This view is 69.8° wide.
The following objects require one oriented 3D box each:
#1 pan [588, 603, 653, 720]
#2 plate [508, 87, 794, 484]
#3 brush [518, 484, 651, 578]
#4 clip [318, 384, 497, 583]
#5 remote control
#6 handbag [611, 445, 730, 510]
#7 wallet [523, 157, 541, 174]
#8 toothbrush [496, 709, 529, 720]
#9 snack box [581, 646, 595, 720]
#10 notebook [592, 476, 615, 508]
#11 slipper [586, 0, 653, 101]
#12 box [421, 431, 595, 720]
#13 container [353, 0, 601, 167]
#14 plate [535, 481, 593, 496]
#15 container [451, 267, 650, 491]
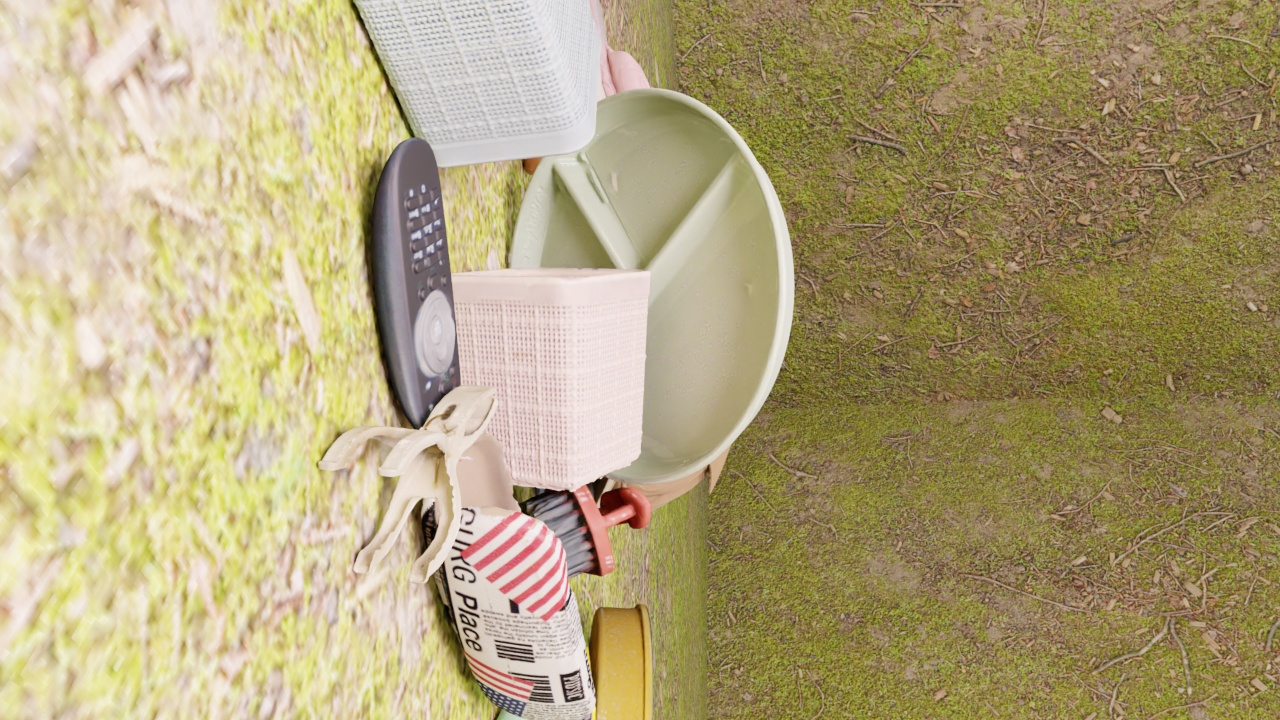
[{"bbox_3d":[0.003,0.293,0.632,0.357,0.078,0.197,-160,-105,-85],"label":"pan"},{"bbox_3d":[-0.002,-0.042,0.543,0.027,0.231,0.230,-5,93,-44],"label":"plate"},{"bbox_3d":[-0.034,0.097,0.550,0.146,0.069,0.063,137,-68,-75],"label":"brush"},{"bbox_3d":[-0.090,0.051,0.379,0.099,0.035,0.098,-7,99,-74],"label":"clip"},{"bbox_3d":[-0.101,-0.029,0.408,0.053,0.024,0.136,-62,152,-68],"label":"remote control"},{"bbox_3d":[0.036,0.058,0.877,0.100,0.147,0.205,46,-42,38],"label":"handbag"},{"bbox_3d":[-0.076,-0.222,0.687,0.118,0.035,0.131,-78,167,-54],"label":"wallet"},{"bbox_3d":[-0.083,0.253,0.451,0.224,0.026,0.027,-74,180,-68],"label":"toothbrush"},{"bbox_3d":[-0.047,0.247,0.599,0.140,0.034,0.087,140,-48,-86],"label":"snack box"},{"bbox_3d":[-0.033,0.016,0.810,0.150,0.012,0.211,114,-24,-63],"label":"notebook"},{"bbox_3d":[-0.020,-0.213,0.784,0.114,0.054,0.274,149,-74,-76],"label":"slipper"},{"bbox_3d":[-0.059,0.116,0.462,0.075,0.085,0.162,-48,145,-42],"label":"box"},{"bbox_3d":[-0.075,-0.163,0.426,0.111,0.090,0.089,71,18,-58],"label":"container"},{"bbox_3d":[-0.057,0.078,0.750,0.179,0.024,0.179,-1,89,-83],"label":"plate"},{"bbox_3d":[-0.050,0.006,0.503,0.089,0.090,0.111,-16,108,-62],"label":"container"}]
